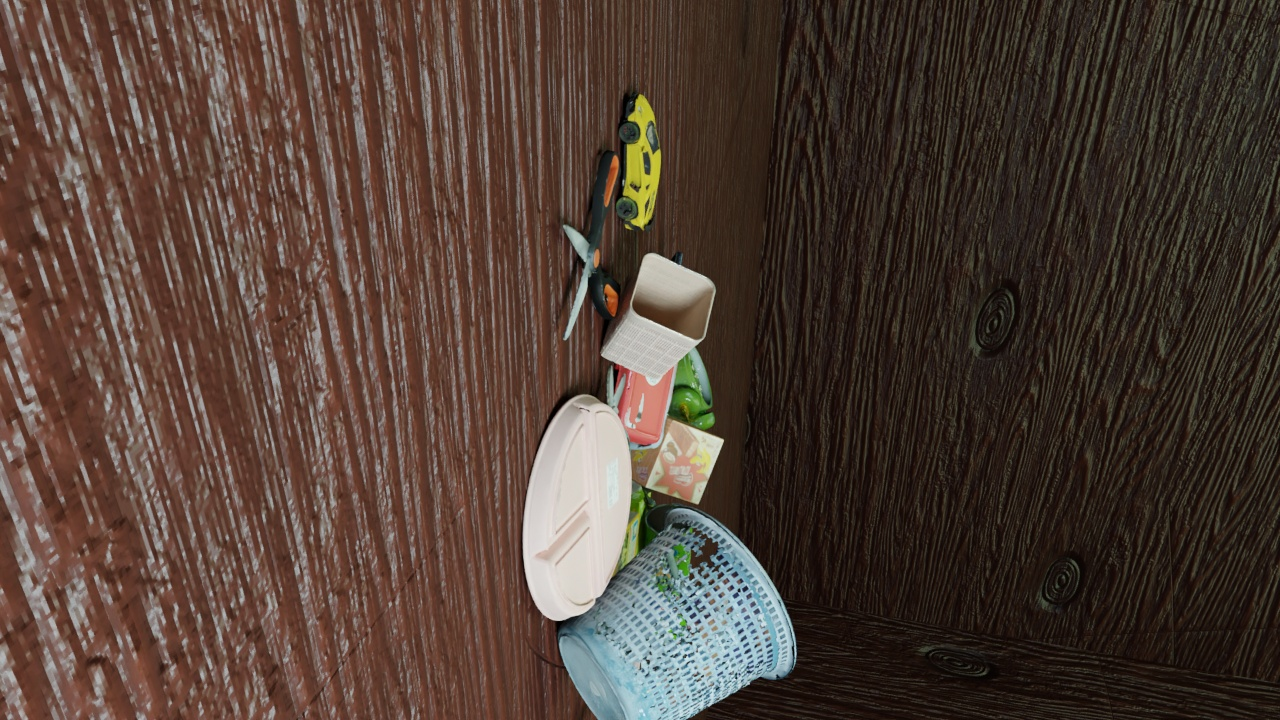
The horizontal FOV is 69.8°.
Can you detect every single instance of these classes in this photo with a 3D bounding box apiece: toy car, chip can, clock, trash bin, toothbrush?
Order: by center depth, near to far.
[{"bbox_3d":[0.025,0.306,1.016,0.194,0.226,0.227,-28,136,-27],"label":"trash bin"},{"bbox_3d":[0.000,-0.223,1.039,0.071,0.041,0.156,-60,154,-64],"label":"toy car"},{"bbox_3d":[0.064,0.044,1.327,0.116,0.056,0.161,47,28,-57],"label":"clock"},{"bbox_3d":[0.020,0.208,1.332,0.012,0.017,0.186,61,-5,24],"label":"toothbrush"},{"bbox_3d":[0.039,0.320,1.361,0.072,0.072,0.236,-67,162,-54],"label":"chip can"}]

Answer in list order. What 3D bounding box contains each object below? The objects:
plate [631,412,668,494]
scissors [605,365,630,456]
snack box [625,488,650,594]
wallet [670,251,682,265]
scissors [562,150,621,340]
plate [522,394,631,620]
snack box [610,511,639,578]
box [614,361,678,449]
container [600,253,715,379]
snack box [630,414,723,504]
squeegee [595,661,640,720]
[{"bbox_3d":[0.017,0.105,1.347,0.265,0.034,0.162,-25,121,-77],"label":"plate"},{"bbox_3d":[-0.045,0.096,1.021,0.180,0.019,0.170,-31,124,-62],"label":"scissors"},{"bbox_3d":[-0.011,0.267,1.332,0.085,0.026,0.156,-37,133,-76],"label":"snack box"},{"bbox_3d":[0.037,-0.092,1.290,0.121,0.019,0.097,132,-34,-77],"label":"wallet"},{"bbox_3d":[-0.048,-0.107,0.921,0.221,0.022,0.233,74,24,-61],"label":"scissors"},{"bbox_3d":[-0.056,0.150,0.936,0.229,0.028,0.229,4,90,-70],"label":"plate"},{"bbox_3d":[-0.033,0.254,1.201,0.140,0.034,0.087,-26,123,-79],"label":"snack box"},{"bbox_3d":[-0.005,0.008,1.170,0.102,0.101,0.201,22,74,-39],"label":"box"},{"bbox_3d":[0.015,-0.043,1.030,0.111,0.090,0.089,-50,-159,53],"label":"container"},{"bbox_3d":[0.039,0.125,1.210,0.092,0.077,0.094,23,89,-33],"label":"snack box"},{"bbox_3d":[-0.039,0.438,1.169,0.248,0.040,0.248,90,24,-49],"label":"squeegee"}]
